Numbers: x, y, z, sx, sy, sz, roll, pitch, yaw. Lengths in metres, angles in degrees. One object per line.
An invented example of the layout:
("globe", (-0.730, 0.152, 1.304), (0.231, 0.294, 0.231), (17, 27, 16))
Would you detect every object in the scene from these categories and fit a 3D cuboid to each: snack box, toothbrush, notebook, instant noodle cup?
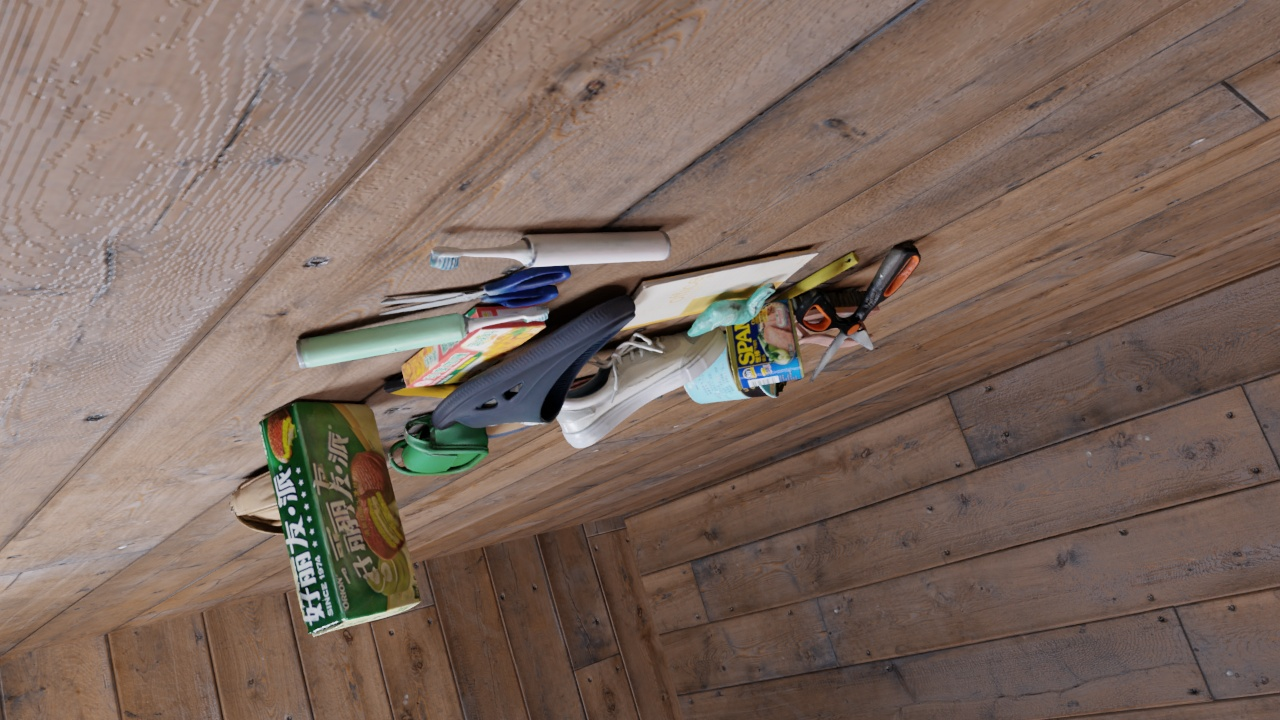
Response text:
("snack box", (-0.171, -0.014, 0.925), (0.076, 0.027, 0.156), (-6, 163, -43))
("snack box", (-0.325, 0.165, 0.993), (0.063, 0.240, 0.114), (-24, 165, 24))
("toothbrush", (0.192, -0.086, 1.128), (0.016, 0.015, 0.191), (-11, 166, -44))
("notebook", (0.077, -0.077, 1.021), (0.206, 0.010, 0.146), (-13, 167, -20))
("instant noodle cup", (0.123, 0.008, 1.257), (0.121, 0.111, 0.111), (-15, 170, 33))
("toothbrush", (-0.067, -0.090, 0.744), (0.220, 0.027, 0.026), (-8, 122, -37))
("toothbrush", (-0.192, -0.026, 0.820), (0.224, 0.026, 0.027), (-11, 156, -11))

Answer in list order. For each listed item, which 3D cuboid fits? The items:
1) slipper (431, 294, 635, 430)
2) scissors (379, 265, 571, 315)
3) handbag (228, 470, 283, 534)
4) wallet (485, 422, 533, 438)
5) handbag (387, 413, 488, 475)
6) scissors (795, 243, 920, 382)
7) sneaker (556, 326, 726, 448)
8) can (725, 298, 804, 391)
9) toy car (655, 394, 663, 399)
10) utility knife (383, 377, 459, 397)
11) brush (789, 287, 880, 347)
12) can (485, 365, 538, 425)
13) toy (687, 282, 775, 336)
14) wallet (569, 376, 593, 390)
("slipper", (-0.107, 0.025, 0.970), (0.269, 0.083, 0.110), (-31, 179, 20))
("scissors", (-0.145, -0.056, 0.820), (0.171, 0.012, 0.140), (-17, 167, 8))
("handbag", (-0.451, 0.196, 1.268), (0.148, 0.099, 0.204), (-17, 164, 13))
("wallet", (-0.175, 0.074, 1.277), (0.090, 0.033, 0.115), (-15, 166, -23))
("handbag", (-0.272, 0.110, 1.242), (0.120, 0.068, 0.132), (-1, 162, -30))
("scissors", (0.263, -0.059, 1.139), (0.221, 0.021, 0.234), (-49, 146, 20))
("sneaker", (-0.007, 0.007, 1.145), (0.242, 0.091, 0.089), (-33, -159, -14))
("can", (0.151, -0.020, 1.120), (0.083, 0.102, 0.057), (-11, 156, 10))
("toy car", (-0.004, 0.051, 1.392), (0.091, 0.036, 0.043), (-28, 165, 35))
("utility knife", (-0.242, 0.032, 1.049), (0.033, 0.015, 0.153), (-15, 169, 18))
("brush", (0.249, -0.053, 1.212), (0.145, 0.073, 0.063), (-5, 163, -38))
("can", (-0.154, 0.045, 1.122), (0.058, 0.058, 0.146), (-20, 167, 9))
("toy", (0.110, -0.059, 1.055), (0.091, 0.030, 0.097), (-13, 161, -41))
("wallet", (-0.068, 0.048, 1.314), (0.101, 0.032, 0.125), (-16, 168, -16))
